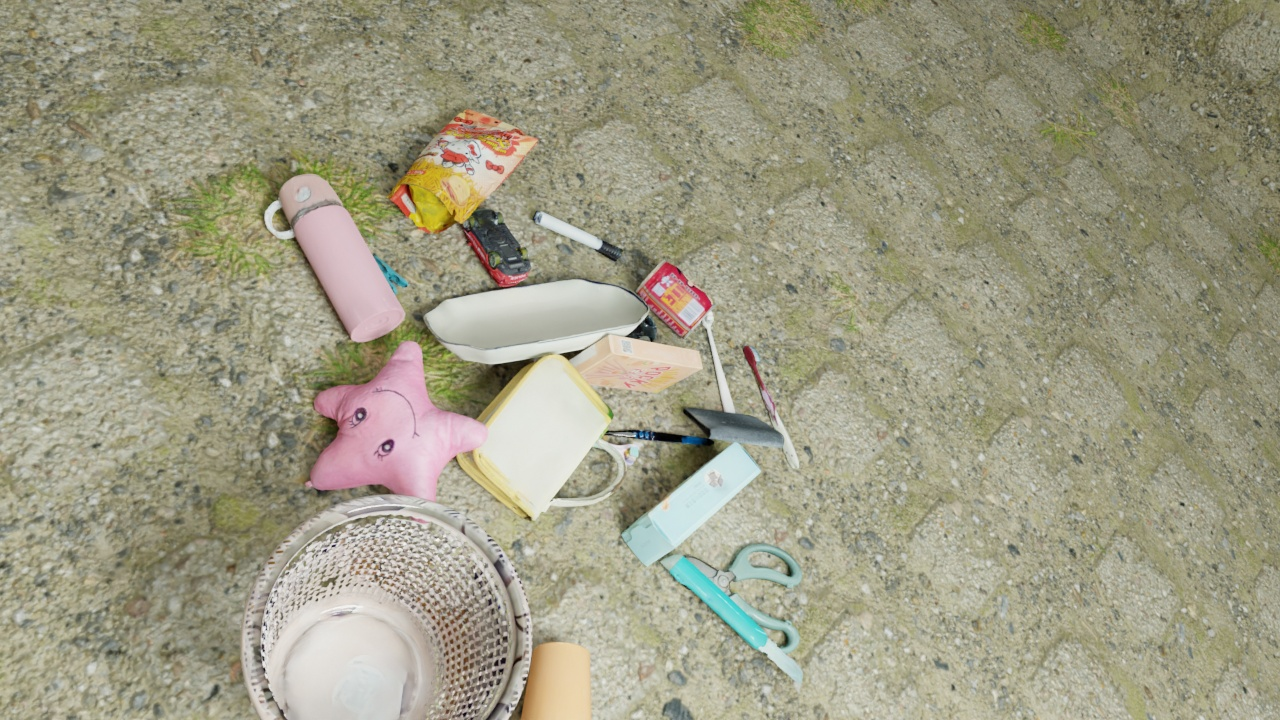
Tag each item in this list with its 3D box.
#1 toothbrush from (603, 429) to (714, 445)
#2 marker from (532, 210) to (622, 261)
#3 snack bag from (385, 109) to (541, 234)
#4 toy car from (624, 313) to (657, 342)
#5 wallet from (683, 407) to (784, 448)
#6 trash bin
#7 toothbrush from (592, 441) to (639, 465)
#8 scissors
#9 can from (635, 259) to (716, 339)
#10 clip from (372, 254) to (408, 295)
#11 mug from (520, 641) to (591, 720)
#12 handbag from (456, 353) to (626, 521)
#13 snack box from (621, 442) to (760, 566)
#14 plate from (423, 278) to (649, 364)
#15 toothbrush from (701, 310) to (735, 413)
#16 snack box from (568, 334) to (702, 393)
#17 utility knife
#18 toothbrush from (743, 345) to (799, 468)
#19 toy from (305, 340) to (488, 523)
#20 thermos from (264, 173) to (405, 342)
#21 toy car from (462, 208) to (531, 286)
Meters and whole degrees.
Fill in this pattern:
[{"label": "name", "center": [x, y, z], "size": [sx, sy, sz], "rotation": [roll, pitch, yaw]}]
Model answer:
[{"label": "toothbrush", "center": [0.012, 0.093, 1.140], "size": [0.189, 0.016, 0.014], "rotation": [8, 64, -26]}, {"label": "marker", "center": [-0.085, -0.168, 1.243], "size": [0.130, 0.018, 0.022], "rotation": [22, 63, -17]}, {"label": "snack bag", "center": [-0.227, -0.250, 1.177], "size": [0.129, 0.073, 0.207], "rotation": [19, 50, 12]}, {"label": "toy car", "center": [-0.030, -0.039, 1.184], "size": [0.105, 0.031, 0.049], "rotation": [0, 61, -20]}, {"label": "wallet", "center": [0.113, 0.081, 1.144], "size": [0.097, 0.121, 0.019], "rotation": [9, 99, -15]}, {"label": "trash bin", "center": [-0.230, 0.254, 0.788], "size": [0.227, 0.193, 0.227], "rotation": [14, 55, -22]}, {"label": "toothbrush", "center": [-0.091, 0.089, 1.082], "size": [0.189, 0.029, 0.021], "rotation": [17, 14, -18]}, {"label": "scissors", "center": [0.129, 0.262, 1.101], "size": [0.177, 0.019, 0.168], "rotation": [36, 52, -2]}, {"label": "can", "center": [0.046, -0.083, 1.232], "size": [0.094, 0.067, 0.066], "rotation": [42, 50, 0]}, {"label": "clip", "center": [-0.302, -0.101, 1.083], "size": [0.057, 0.015, 0.048], "rotation": [45, 52, 3]}, {"label": "mug", "center": [-0.081, 0.345, 0.899], "size": [0.078, 0.078, 0.122], "rotation": [18, 50, -19]}, {"label": "handbag", "center": [-0.100, 0.104, 1.037], "size": [0.179, 0.063, 0.163], "rotation": [47, 61, -18]}, {"label": "snack box", "center": [0.061, 0.167, 1.083], "size": [0.174, 0.074, 0.051], "rotation": [-34, 81, -39]}, {"label": "plate", "center": [-0.120, -0.044, 1.087], "size": [0.265, 0.034, 0.162], "rotation": [-12, 30, -28]}, {"label": "toothbrush", "center": [0.108, 0.009, 1.243], "size": [0.016, 0.016, 0.180], "rotation": [1, 63, -25]}, {"label": "snack box", "center": [-0.007, 0.006, 1.110], "size": [0.157, 0.085, 0.026], "rotation": [10, 60, -44]}, {"label": "utility knife", "center": [0.107, 0.295, 1.051], "size": [0.209, 0.013, 0.029], "rotation": [42, 60, 6]}, {"label": "toothbrush", "center": [0.181, 0.062, 1.254], "size": [0.017, 0.016, 0.187], "rotation": [-1, 61, -41]}, {"label": "toy", "center": [-0.259, 0.086, 0.944], "size": [0.178, 0.075, 0.194], "rotation": [-36, 68, -14]}, {"label": "thermos", "center": [-0.349, -0.114, 1.035], "size": [0.087, 0.067, 0.198], "rotation": [-31, 79, -9]}, {"label": "toy car", "center": [-0.183, -0.142, 1.153], "size": [0.052, 0.045, 0.120], "rotation": [-13, 58, -35]}]
